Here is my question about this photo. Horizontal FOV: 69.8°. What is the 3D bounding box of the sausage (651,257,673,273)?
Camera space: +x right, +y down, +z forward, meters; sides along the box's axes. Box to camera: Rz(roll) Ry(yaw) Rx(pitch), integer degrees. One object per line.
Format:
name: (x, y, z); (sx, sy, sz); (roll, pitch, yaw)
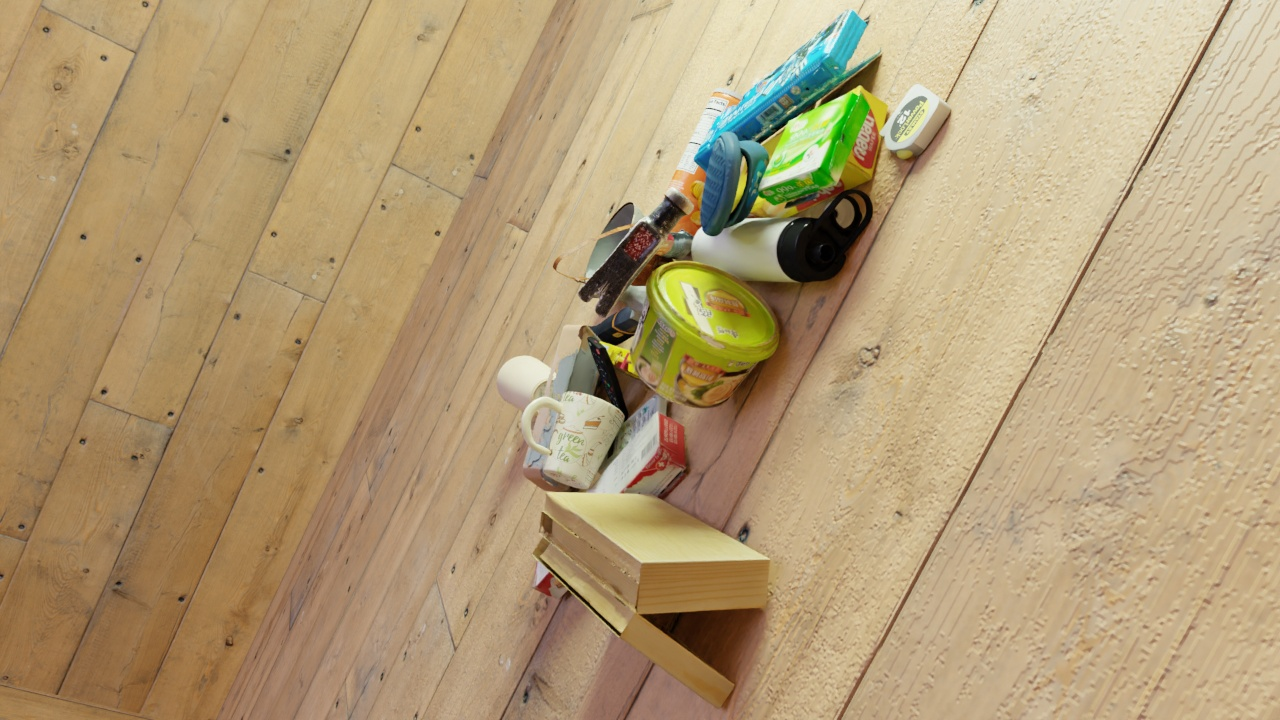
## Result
sausage: (0.028, -0.122, 1.221); (0.040, 0.040, 0.155); (-57, 24, 19)

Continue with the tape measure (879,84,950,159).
tape measure: (0.256, -0.223, 0.862); (0.064, 0.016, 0.065); (-57, 25, 20)

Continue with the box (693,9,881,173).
box: (0.164, -0.291, 1.053); (0.244, 0.066, 0.090); (-27, 30, 55)

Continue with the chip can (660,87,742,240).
chip can: (0.079, -0.247, 1.205); (0.210, 0.062, 0.062); (-64, 23, 2)

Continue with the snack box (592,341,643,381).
snack box: (-0.007, 0.007, 1.142); (0.025, 0.061, 0.149); (-65, 23, -3)

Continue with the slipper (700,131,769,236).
slipper: (0.097, -0.182, 0.953); (0.213, 0.059, 0.104); (-65, -11, -74)

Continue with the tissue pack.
tissue pack: (0.167, -0.203, 0.895); (0.114, 0.034, 0.099); (-7, 55, 61)

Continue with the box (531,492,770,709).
box: (-0.005, 0.204, 0.862); (0.249, 0.140, 0.148); (11, 85, 67)

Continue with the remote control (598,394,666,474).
remote control: (-0.009, 0.093, 1.111); (0.134, 0.022, 0.050); (-44, 31, 41)

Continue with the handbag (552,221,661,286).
handbag: (-0.034, -0.123, 1.108); (0.043, 0.195, 0.094); (40, 119, 22)

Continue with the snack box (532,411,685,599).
snack box: (-0.039, 0.176, 1.071); (0.274, 0.044, 0.076); (-50, 22, 30)

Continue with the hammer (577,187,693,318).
hammer: (0.018, -0.119, 1.000); (0.141, 0.036, 0.325); (-48, -2, 12)

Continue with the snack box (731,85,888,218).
snack box: (0.176, -0.210, 0.988); (0.201, 0.042, 0.092); (-16, 52, 60)

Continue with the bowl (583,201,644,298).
bowl: (-0.024, -0.151, 1.337); (0.151, 0.056, 0.150); (-51, 24, 34)

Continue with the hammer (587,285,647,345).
hammer: (-0.026, -0.049, 1.181); (0.035, 0.139, 0.313); (-70, 14, -11)

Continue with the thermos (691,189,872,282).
thermos: (0.141, -0.129, 0.963); (0.101, 0.068, 0.230); (-55, 23, -8)

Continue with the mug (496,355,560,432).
mug: (-0.163, 0.058, 1.418); (0.104, 0.085, 0.111); (23, 117, 56)

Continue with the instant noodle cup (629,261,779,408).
instant noodle cup: (0.059, -0.023, 0.940); (0.146, 0.146, 0.098); (-96, 28, -51)

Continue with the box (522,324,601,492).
box: (-0.091, 0.075, 1.208); (0.157, 0.063, 0.216); (85, -163, -66)

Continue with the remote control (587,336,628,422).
remote control: (-0.039, 0.025, 1.146); (0.010, 0.125, 0.039); (-30, 39, -16)

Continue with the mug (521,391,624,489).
mug: (-0.088, 0.089, 1.092); (0.081, 0.122, 0.097); (-8, 56, 54)
